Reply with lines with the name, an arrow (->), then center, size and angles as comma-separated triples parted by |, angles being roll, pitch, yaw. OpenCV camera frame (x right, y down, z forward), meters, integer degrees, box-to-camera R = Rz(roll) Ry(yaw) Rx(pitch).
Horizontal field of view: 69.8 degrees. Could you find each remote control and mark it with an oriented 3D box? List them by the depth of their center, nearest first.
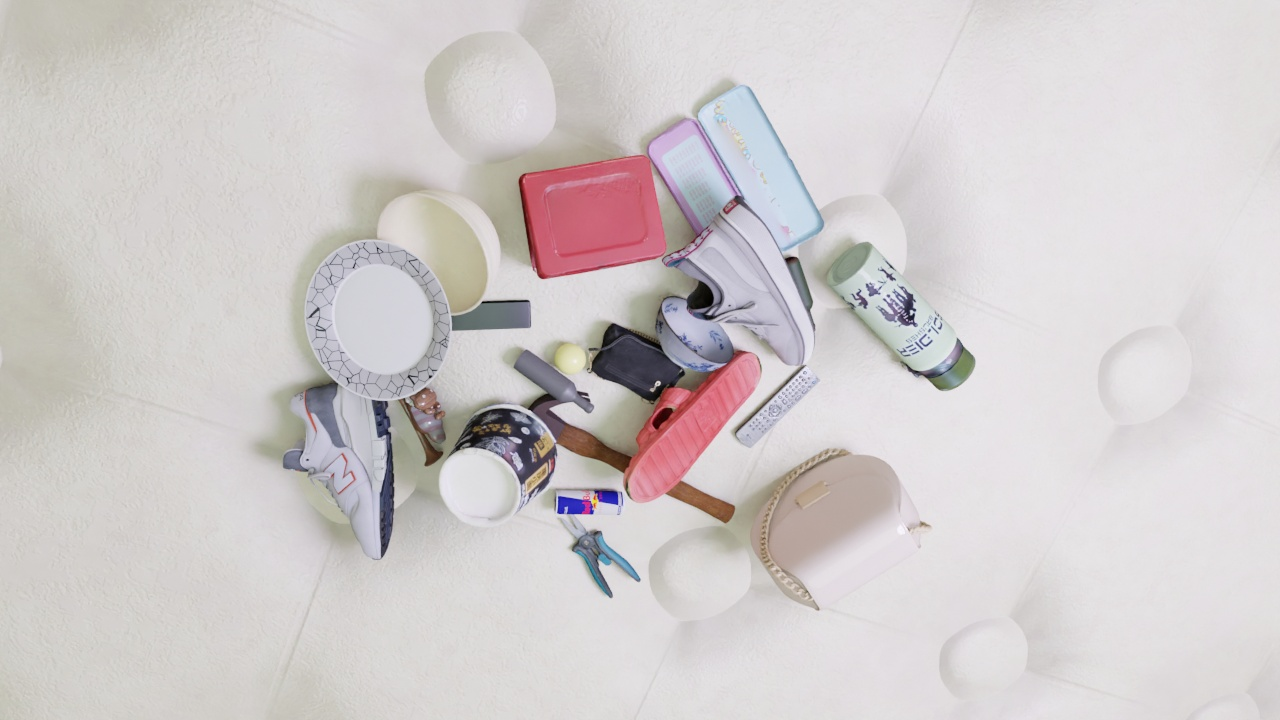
remote control -> -0.212, -0.056, 1.142 | 0.150, 0.013, 0.034 | -2, 108, -10
remote control -> 0.185, 0.064, 1.246 | 0.136, 0.013, 0.033 | -44, 109, 6

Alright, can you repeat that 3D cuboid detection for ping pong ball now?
ping pong ball -> -0.089, -0.002, 1.165 | 0.040, 0.040, 0.040 | -3, 108, -9

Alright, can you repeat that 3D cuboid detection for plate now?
plate -> -0.306, -0.047, 1.078 | 0.189, 0.016, 0.189 | 3, 101, 14

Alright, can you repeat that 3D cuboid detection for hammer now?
hammer -> -0.011, 0.141, 1.230 | 0.323, 0.033, 0.115 | 28, 103, -17

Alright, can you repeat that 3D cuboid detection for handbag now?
handbag -> -0.007, 0.007, 1.176 | 0.128, 0.054, 0.079 | 26, 105, -19
handbag -> 0.256, 0.223, 1.206 | 0.211, 0.208, 0.103 | -33, 111, 3

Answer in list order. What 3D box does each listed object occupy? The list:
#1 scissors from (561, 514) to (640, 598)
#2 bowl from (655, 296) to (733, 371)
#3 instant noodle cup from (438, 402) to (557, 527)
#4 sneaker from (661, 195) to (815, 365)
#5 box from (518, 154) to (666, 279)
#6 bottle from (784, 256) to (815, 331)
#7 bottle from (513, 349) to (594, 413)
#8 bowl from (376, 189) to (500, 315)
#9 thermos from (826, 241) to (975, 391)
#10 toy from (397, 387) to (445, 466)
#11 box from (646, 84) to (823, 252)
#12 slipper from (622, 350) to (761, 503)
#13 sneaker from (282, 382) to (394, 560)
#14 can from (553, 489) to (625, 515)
scissors -> -0.055, 0.270, 1.269 | 0.148, 0.019, 0.124 | 15, 108, -8
bowl -> 0.059, -0.025, 1.155 | 0.114, 0.114, 0.045 | 32, 120, -17
instant noodle cup -> -0.180, 0.137, 1.136 | 0.137, 0.112, 0.137 | 4, 109, 11
sneaker -> 0.128, -0.070, 1.130 | 0.129, 0.096, 0.263 | -30, 129, 5
box -> -0.059, -0.169, 1.084 | 0.157, 0.110, 0.134 | -11, 104, -6
bottle -> 0.210, -0.085, 1.197 | 0.025, 0.025, 0.106 | -23, 110, -2
bottle -> -0.106, 0.030, 1.156 | 0.113, 0.030, 0.030 | 35, 99, 6
bowl -> -0.223, -0.136, 1.069 | 0.151, 0.075, 0.151 | 13, 126, 18
thermos -> 0.345, -0.050, 1.206 | 0.231, 0.082, 0.082 | 41, 97, -19
toy -> -0.270, 0.078, 1.161 | 0.055, 0.041, 0.102 | -21, 103, 21
box -> 0.120, -0.214, 1.137 | 0.151, 0.035, 0.214 | -30, 110, 9
slipper -> 0.057, 0.075, 1.190 | 0.248, 0.059, 0.103 | -47, 139, -13
sneaker -> -0.377, 0.132, 1.143 | 0.124, 0.089, 0.240 | 0, 99, -5
can -> -0.069, 0.191, 1.234 | 0.095, 0.032, 0.032 | 3, 107, -10
